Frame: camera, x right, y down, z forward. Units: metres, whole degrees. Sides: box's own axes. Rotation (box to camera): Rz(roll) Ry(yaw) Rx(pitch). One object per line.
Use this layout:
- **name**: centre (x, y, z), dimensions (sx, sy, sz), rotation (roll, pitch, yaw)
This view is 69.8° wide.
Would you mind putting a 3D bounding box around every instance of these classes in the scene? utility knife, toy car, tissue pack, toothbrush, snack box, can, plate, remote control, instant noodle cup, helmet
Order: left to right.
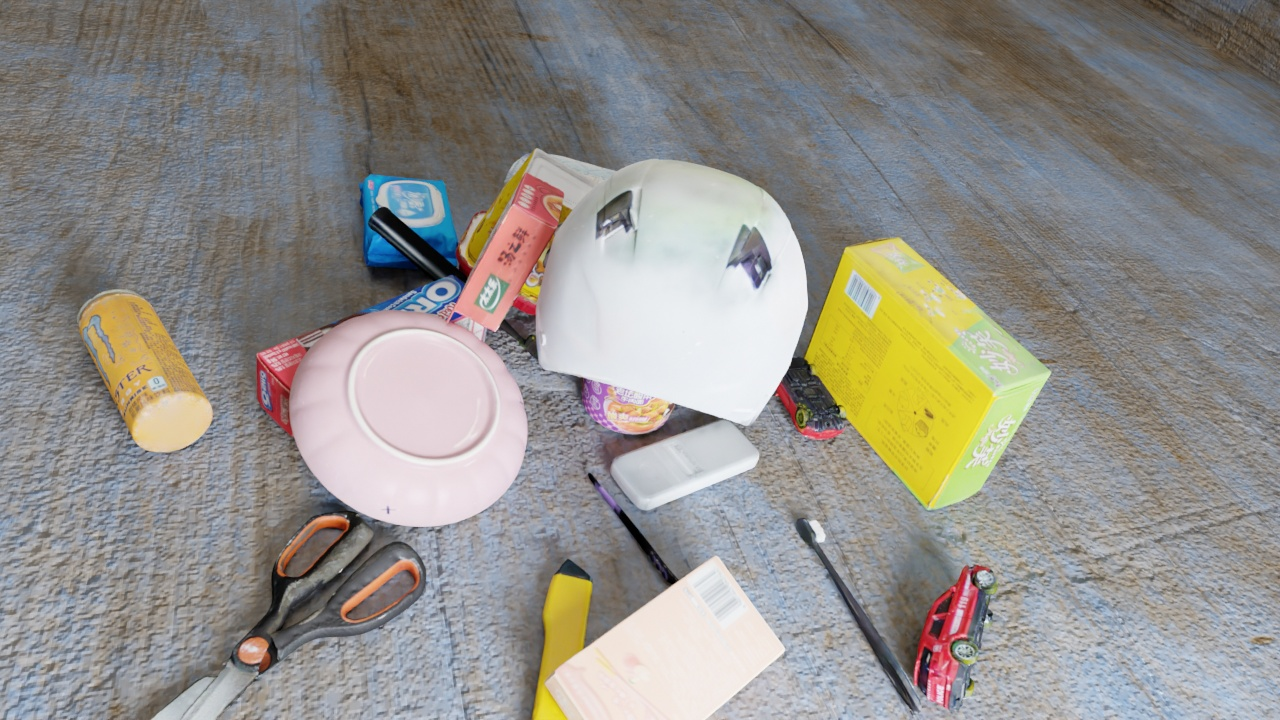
- **can**: centre (-0.394, 0.006, 0.727), dimensions (0.058, 0.058, 0.146), rotation (-20, 51, -36)
- **snack box**: centre (-0.227, -0.009, 0.800), dimensions (0.057, 0.058, 0.206), rotation (39, 44, 22)
- **tissue pack**: centre (-0.245, -0.149, 0.964), dimensions (0.095, 0.052, 0.157), rotation (-1, 42, -20)
- **plate**: centre (-0.174, 0.035, 0.727), dimensions (0.192, 0.039, 0.192), rotation (16, 53, -22)
- **toothbrush**: centre (-0.174, -0.073, 0.881), dimensions (0.212, 0.027, 0.026), rotation (40, 34, 4)
- **snack box**: centre (-0.114, -0.092, 0.801), dimensions (0.044, 0.113, 0.127), rotation (28, 23, -13)
- **instant noodle cup**: centre (-0.105, -0.130, 0.909), dimensions (0.116, 0.124, 0.115), rotation (28, 36, -14)
- **utility knife**: centre (-0.059, 0.219, 0.616), dimensions (0.033, 0.015, 0.206), rotation (13, 39, -4)
- **instant noodle cup**: centre (-0.005, 0.005, 0.822), dimensions (0.111, 0.099, 0.111), rotation (10, 40, -9)
- **toothbrush**: centre (0.008, 0.154, 0.718), dimensions (0.016, 0.014, 0.189), rotation (-27, 54, -24)
- **snack box**: centre (0.020, 0.208, 0.625), dimensions (0.156, 0.026, 0.084), rotation (-26, 72, -36)
- **helmet**: centre (0.034, -0.083, 0.744), dimensions (0.229, 0.146, 0.257), rotation (19, 39, 5)
- **remote control**: centre (0.040, 0.089, 0.798), dimensions (0.135, 0.020, 0.056), rotation (-17, 50, -34)
- **toy car**: centre (0.159, 0.034, 0.893), dimensions (0.049, 0.031, 0.106), rotation (-4, 44, -23)
- **toothbrush**: centre (0.171, 0.194, 0.721), dimensions (0.018, 0.016, 0.181), rotation (3, 39, -29)
- **snack box**: centre (0.253, 0.009, 0.854), dimensions (0.070, 0.158, 0.210), rotation (-14, 47, -26)
- **toy car**: centre (0.241, 0.206, 0.699), dimensions (0.045, 0.053, 0.120), rotation (14, 40, 28)

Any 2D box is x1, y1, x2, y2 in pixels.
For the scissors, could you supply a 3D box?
- **scissors**: centre (-0.228, 0.186, 0.596), dimensions (0.162, 0.022, 0.233), rotation (13, 39, -4)

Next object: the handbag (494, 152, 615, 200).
- **handbag**: centre (-0.060, -0.170, 1.030), dimensions (0.194, 0.076, 0.133), rotation (14, 39, -1)
